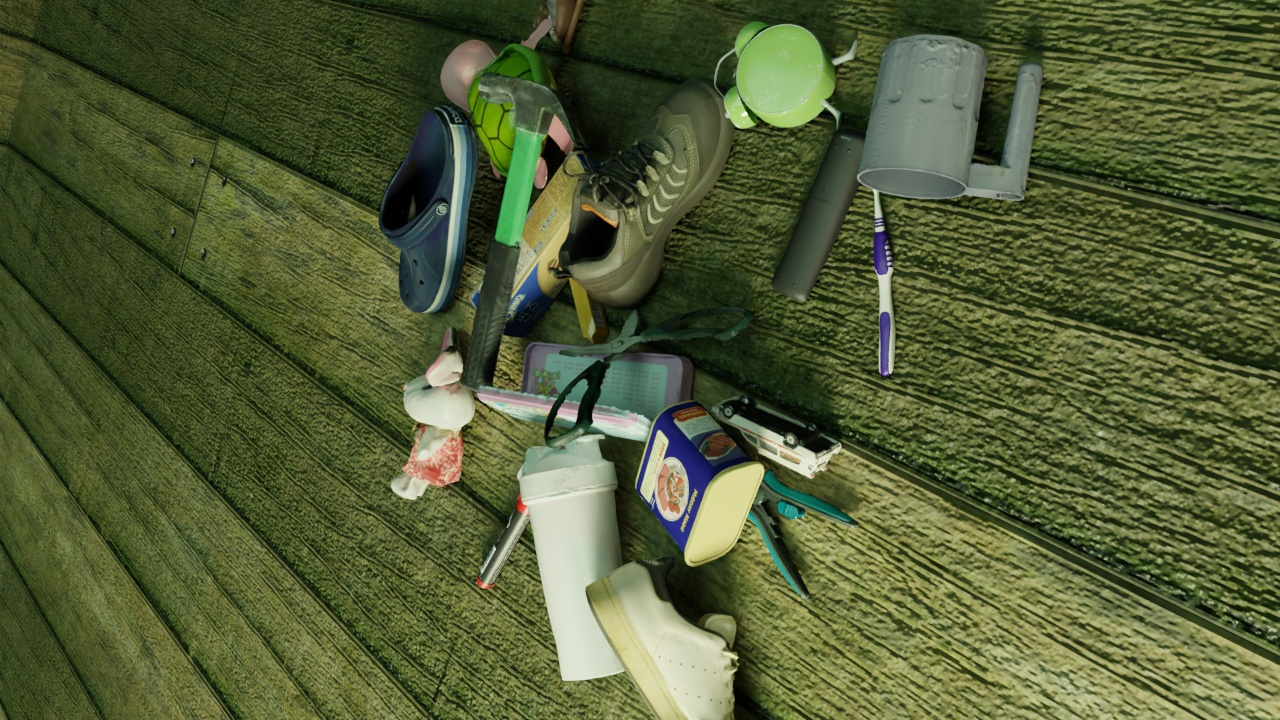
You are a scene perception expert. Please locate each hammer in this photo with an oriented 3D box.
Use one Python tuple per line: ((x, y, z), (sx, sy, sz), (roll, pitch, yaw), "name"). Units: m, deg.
((-0.135, -0.120, 0.933), (0.130, 0.032, 0.319), (21, 105, 24), "hammer")

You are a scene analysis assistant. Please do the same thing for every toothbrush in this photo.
((0.199, -0.080, 0.752), (0.016, 0.015, 0.186), (-6, 81, 33), "toothbrush")

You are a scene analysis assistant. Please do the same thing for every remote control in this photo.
((0.155, -0.126, 0.790), (0.041, 0.020, 0.152), (31, 104, 38), "remote control")

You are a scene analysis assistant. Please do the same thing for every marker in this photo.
((-0.138, 0.183, 0.984), (0.023, 0.021, 0.145), (39, 108, 27), "marker")

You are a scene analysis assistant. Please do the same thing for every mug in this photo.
((0.237, -0.182, 0.703), (0.124, 0.083, 0.104), (10, 88, 15), "mug")

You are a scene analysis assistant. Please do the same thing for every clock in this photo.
((0.121, -0.251, 0.807), (0.119, 0.042, 0.094), (10, 90, 28), "clock")

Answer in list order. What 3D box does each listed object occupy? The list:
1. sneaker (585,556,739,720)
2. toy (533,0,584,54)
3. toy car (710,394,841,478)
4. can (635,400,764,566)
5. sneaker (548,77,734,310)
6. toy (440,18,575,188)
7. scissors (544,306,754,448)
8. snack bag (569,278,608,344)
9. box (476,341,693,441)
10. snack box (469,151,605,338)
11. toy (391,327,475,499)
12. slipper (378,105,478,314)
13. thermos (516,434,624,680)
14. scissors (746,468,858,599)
((0.053, 0.274, 0.789), (0.102, 0.089, 0.241), (-33, 79, -10), "sneaker")
((-0.083, -0.391, 1.002), (0.055, 0.041, 0.102), (27, 110, 15), "toy")
((0.114, 0.065, 0.790), (0.113, 0.039, 0.039), (23, 120, 39), "toy car")
((0.047, 0.105, 0.802), (0.092, 0.056, 0.116), (49, 138, 38), "can")
((-0.018, -0.168, 0.854), (0.101, 0.142, 0.238), (36, 105, 36), "sneaker")
((-0.142, -0.278, 1.001), (0.238, 0.087, 0.191), (53, 133, 34), "toy")
((-0.005, 0.005, 0.832), (0.202, 0.015, 0.201), (-7, 37, 30), "scissors")
((-0.055, -0.060, 0.946), (0.020, 0.026, 0.099), (-26, 70, 33), "snack bag")
((-0.062, 0.028, 0.897), (0.215, 0.092, 0.089), (6, 89, 39), "box")
((-0.099, -0.117, 0.970), (0.207, 0.057, 0.056), (-51, 53, 23), "snack box")
((-0.230, 0.063, 1.032), (0.159, 0.084, 0.194), (-115, 40, -74), "toy")
((-0.251, -0.169, 1.041), (0.105, 0.095, 0.253), (46, 131, 34), "slipper")
((-0.061, 0.187, 0.878), (0.100, 0.099, 0.220), (-16, 78, 36), "thermos")
((0.119, 0.137, 0.787), (0.156, 0.019, 0.124), (-1, 82, 40), "scissors")
